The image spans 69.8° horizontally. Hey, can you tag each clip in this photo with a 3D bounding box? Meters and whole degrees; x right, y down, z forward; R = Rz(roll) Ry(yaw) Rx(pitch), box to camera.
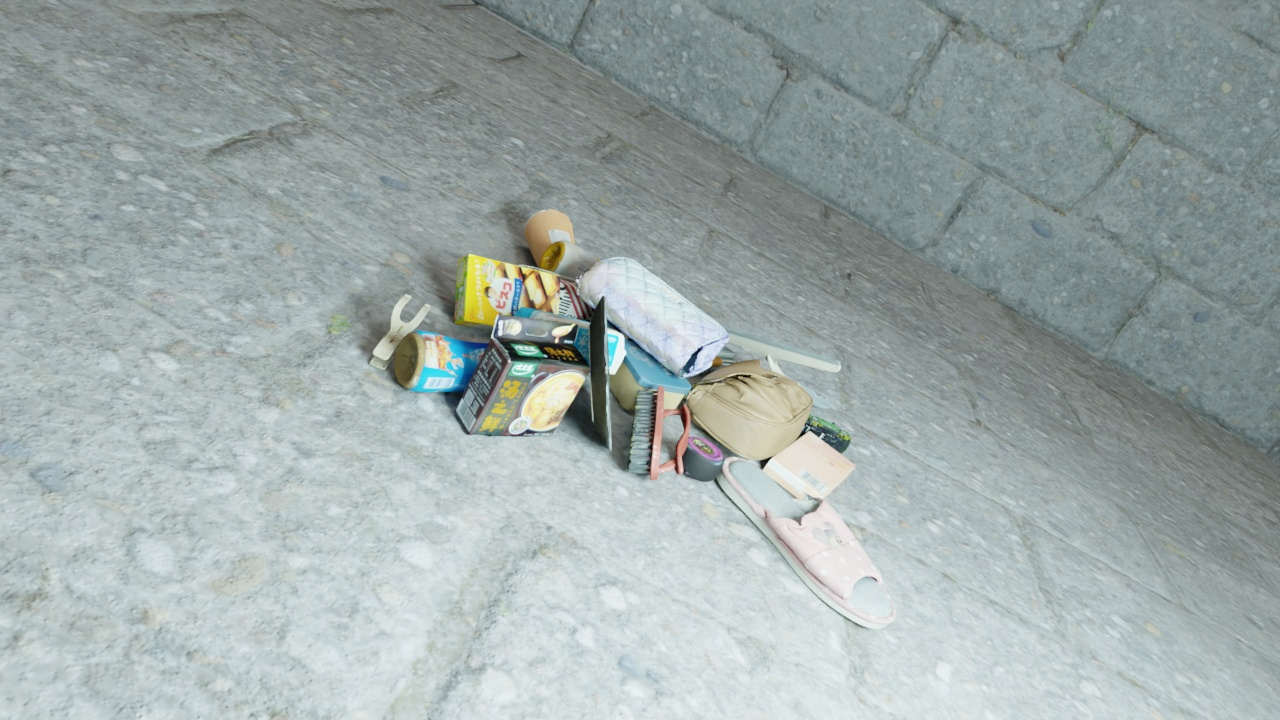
[{"bbox_3d":[-0.266,-0.038,1.018,0.035,0.092,0.103,28,13,-4],"label":"clip"}]

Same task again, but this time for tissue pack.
[{"bbox_3d":[-0.095,-0.022,1.160,0.139,0.063,0.090,11,6,-40],"label":"tissue pack"}]

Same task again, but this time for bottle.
[{"bbox_3d":[-0.164,0.010,1.034,0.218,0.065,0.065,7,32,-40],"label":"bottle"},{"bbox_3d":[-0.063,-0.111,1.364,0.189,0.068,0.068,29,20,-38],"label":"bottle"}]

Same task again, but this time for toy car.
[{"bbox_3d":[0.267,0.107,1.357,0.091,0.043,0.036,27,24,-8],"label":"toy car"}]

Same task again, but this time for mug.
[{"bbox_3d":[-0.133,-0.170,1.419,0.078,0.078,0.122,16,32,-28],"label":"mug"}]

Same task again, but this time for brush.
[{"bbox_3d":[0.023,0.090,1.082,0.069,0.063,0.145,5,27,1],"label":"brush"}]

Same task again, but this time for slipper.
[{"bbox_3d":[0.198,0.201,1.082,0.114,0.055,0.274,0,37,-49],"label":"slipper"}]

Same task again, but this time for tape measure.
[{"bbox_3d":[0.071,0.121,1.116,0.057,0.039,0.057,20,21,-20],"label":"tape measure"}]

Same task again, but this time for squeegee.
[{"bbox_3d":[0.234,0.034,1.391,0.247,0.039,0.246,19,-12,40],"label":"squeegee"}]

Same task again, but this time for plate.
[{"bbox_3d":[-0.047,0.014,1.056,0.024,0.180,0.179,-2,28,-1],"label":"plate"}]

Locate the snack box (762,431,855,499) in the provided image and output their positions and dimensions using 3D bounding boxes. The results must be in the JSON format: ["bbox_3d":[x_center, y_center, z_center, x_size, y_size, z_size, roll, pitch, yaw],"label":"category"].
[{"bbox_3d":[0.234,0.148,1.261,0.084,0.026,0.157,38,25,18],"label":"snack box"}]

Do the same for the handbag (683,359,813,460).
[{"bbox_3d":[0.154,0.057,1.255,0.148,0.100,0.204,28,19,17],"label":"handbag"}]

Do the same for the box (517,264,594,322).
[{"bbox_3d":[-0.118,-0.086,1.278,0.164,0.071,0.057,12,9,-28],"label":"box"}]

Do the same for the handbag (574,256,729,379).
[{"bbox_3d":[0.019,-0.062,1.230,0.194,0.076,0.134,37,25,17],"label":"handbag"}]

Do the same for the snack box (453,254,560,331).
[{"bbox_3d":[-0.170,-0.079,1.186,0.140,0.087,0.034,10,-14,-35],"label":"snack box"}]

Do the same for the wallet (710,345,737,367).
[{"bbox_3d":[0.079,-0.017,1.401,0.106,0.037,0.129,34,21,35],"label":"wallet"}]

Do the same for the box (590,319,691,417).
[{"bbox_3d":[-0.007,0.007,1.228,0.089,0.060,0.184,8,30,-39],"label":"box"}]

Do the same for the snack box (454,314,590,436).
[{"bbox_3d":[-0.124,0.020,0.985,0.113,0.126,0.053,5,36,-44],"label":"snack box"}]
